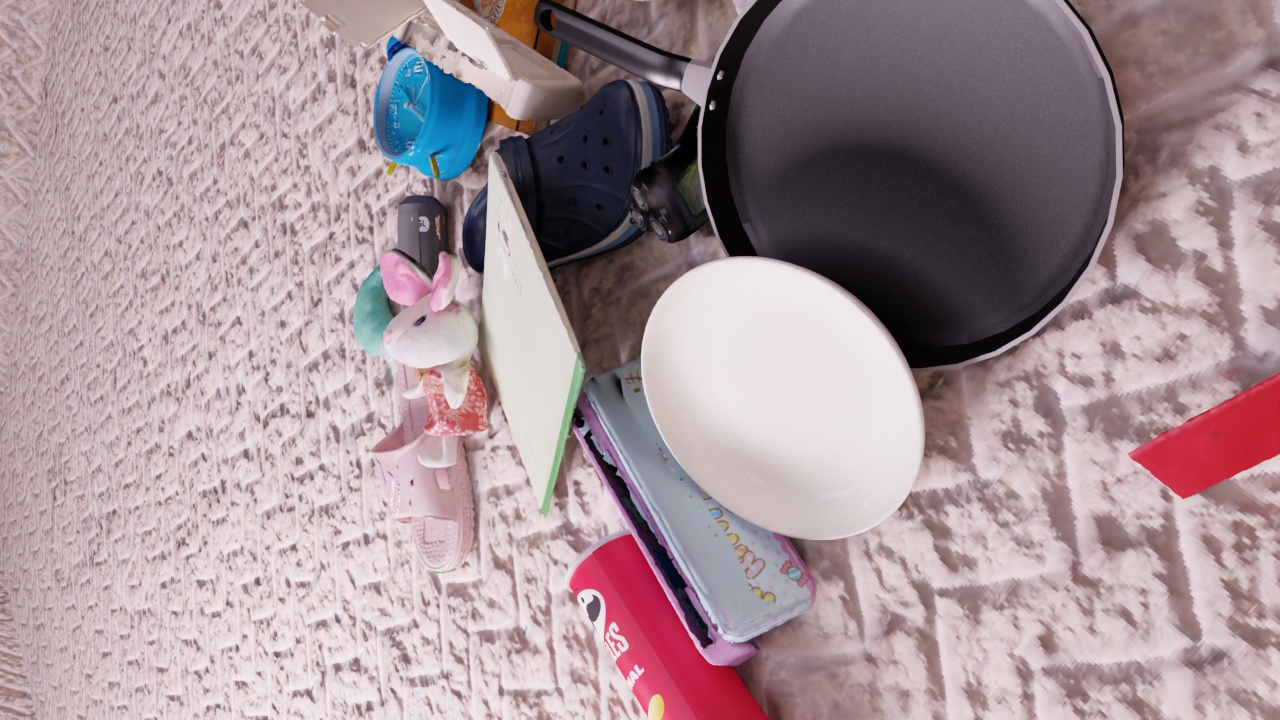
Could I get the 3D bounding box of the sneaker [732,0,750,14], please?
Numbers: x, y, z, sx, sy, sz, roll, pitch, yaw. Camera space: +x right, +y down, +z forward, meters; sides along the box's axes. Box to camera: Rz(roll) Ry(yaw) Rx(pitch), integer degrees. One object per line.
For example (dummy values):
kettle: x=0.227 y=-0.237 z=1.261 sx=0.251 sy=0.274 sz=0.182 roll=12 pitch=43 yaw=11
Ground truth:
sneaker: x=0.082 y=-0.208 z=0.539 sx=0.084 sy=0.079 sz=0.235 roll=18 pitch=108 yaw=57

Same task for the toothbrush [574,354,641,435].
toothbrush: x=-0.004 y=0.004 z=0.693 sx=0.181 sy=0.016 sz=0.016 roll=-50 pitch=58 yaw=35

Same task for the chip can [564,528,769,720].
chip can: x=0.031 y=0.220 z=0.617 sx=0.220 sy=0.069 sz=0.069 roll=52 pitch=125 yaw=32

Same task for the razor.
razor: x=0.041 y=-0.151 z=0.610 sx=0.054 sy=0.067 sz=0.151 roll=38 pitch=109 yaw=44

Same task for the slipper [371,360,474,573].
slipper: x=-0.217 y=0.085 z=0.881 sx=0.094 sy=0.064 sz=0.239 roll=-16 pitch=77 yaw=45

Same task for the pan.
pan: x=0.081 y=-0.135 z=0.509 sx=0.356 sy=0.034 sz=0.226 roll=32 pitch=129 yaw=23

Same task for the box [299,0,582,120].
box: x=-0.132 y=-0.240 z=0.668 sx=0.143 sy=0.190 sz=0.069 roll=34 pitch=116 yaw=11

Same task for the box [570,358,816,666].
box: x=0.023 y=0.097 z=0.623 sx=0.096 sy=0.077 sz=0.214 roll=-53 pitch=55 yaw=31

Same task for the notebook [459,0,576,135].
notebook: x=-0.105 y=-0.315 z=0.795 sx=0.178 sy=0.014 sz=0.249 roll=30 pitch=112 yaw=42

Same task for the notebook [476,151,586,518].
notebook: x=-0.090 y=-0.006 z=0.703 sx=0.253 sy=0.010 sz=0.181 roll=110 pitch=140 yaw=-57

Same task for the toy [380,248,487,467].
toy: x=-0.180 y=-0.004 z=0.806 sx=0.159 sy=0.084 sz=0.194 roll=16 pitch=115 yaw=53

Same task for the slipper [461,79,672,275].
slipper: x=-0.076 y=-0.126 z=0.713 sx=0.254 sy=0.095 sz=0.105 roll=-24 pitch=70 yaw=48

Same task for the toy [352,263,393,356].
toy: x=-0.268 y=-0.047 z=0.958 sx=0.085 sy=0.033 sz=0.105 roll=-53 pitch=53 yaw=19

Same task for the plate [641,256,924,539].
plate: x=0.084 y=0.020 z=0.543 sx=0.182 sy=0.034 sz=0.183 roll=20 pitch=126 yaw=30

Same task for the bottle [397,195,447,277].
bottle: x=-0.210 y=-0.102 z=0.884 sx=0.047 sy=0.046 sz=0.112 roll=-3 pitch=89 yaw=46

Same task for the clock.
clock: x=-0.191 y=-0.244 z=0.830 sx=0.117 sy=0.060 sz=0.161 roll=11 pitch=97 yaw=46
